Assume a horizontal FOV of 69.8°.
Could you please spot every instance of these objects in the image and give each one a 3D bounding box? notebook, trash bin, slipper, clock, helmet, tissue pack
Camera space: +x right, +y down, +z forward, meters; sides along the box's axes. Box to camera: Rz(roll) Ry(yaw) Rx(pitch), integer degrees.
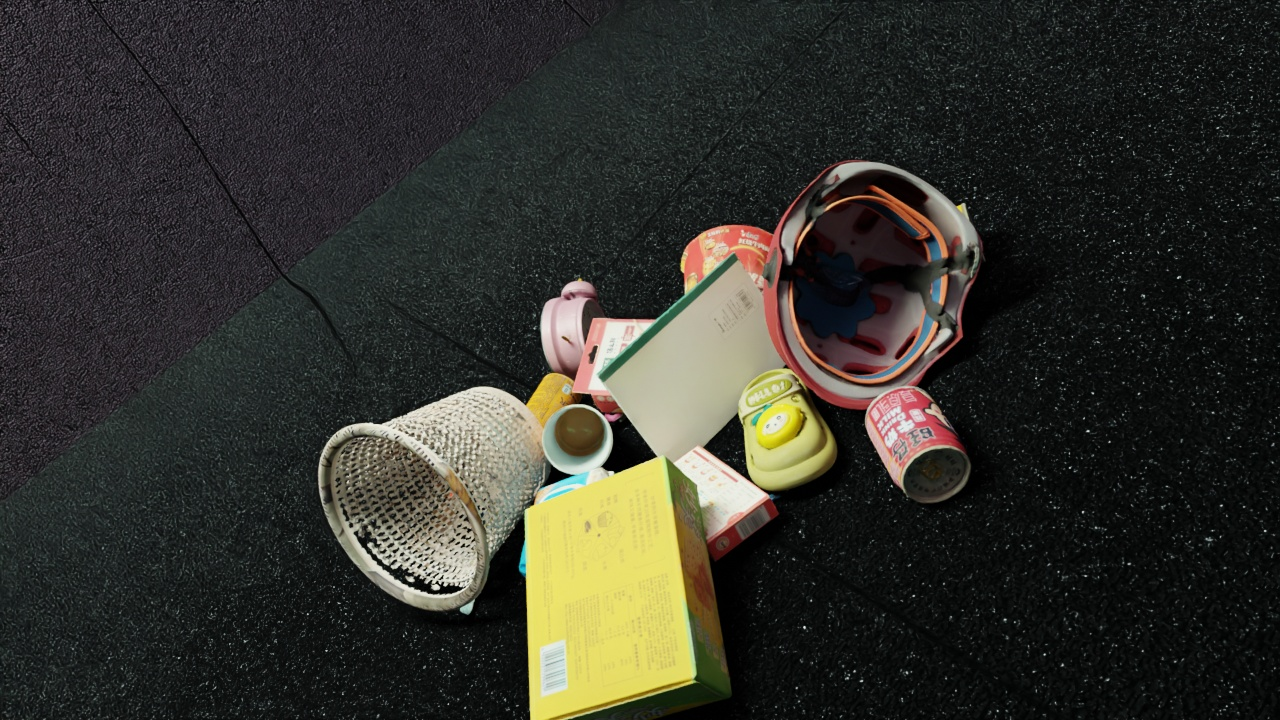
[{"bbox_3d":[0.068,0.003,1.006,0.208,0.150,0.012,-42,23,-15],"label":"notebook"},{"bbox_3d":[-0.211,0.133,1.033,0.228,0.227,0.191,-12,17,34],"label":"trash bin"},{"bbox_3d":[0.134,0.055,0.935,0.092,0.081,0.190,-29,26,13],"label":"slipper"},{"bbox_3d":[-0.083,-0.044,1.273,0.060,0.117,0.158,-11,38,18],"label":"clock"},{"bbox_3d":[0.215,-0.072,0.940,0.144,0.207,0.240,-169,100,-80],"label":"helmet"},{"bbox_3d":[-0.073,0.179,0.976,0.090,0.063,0.139,-21,31,22],"label":"tissue pack"}]

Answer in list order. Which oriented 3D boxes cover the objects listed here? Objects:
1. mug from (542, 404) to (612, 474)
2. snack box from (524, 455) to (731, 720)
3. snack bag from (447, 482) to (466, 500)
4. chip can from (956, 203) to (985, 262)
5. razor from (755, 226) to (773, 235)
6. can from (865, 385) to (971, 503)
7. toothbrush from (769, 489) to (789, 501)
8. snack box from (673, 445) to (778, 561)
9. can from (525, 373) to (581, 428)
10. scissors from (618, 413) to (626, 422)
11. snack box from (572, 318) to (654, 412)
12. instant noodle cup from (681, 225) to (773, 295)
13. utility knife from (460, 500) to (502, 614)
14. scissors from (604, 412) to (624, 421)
[{"bbox_3d":[-0.072,0.085,1.073,0.078,0.078,0.123,-34,4,0],"label":"mug"},{"bbox_3d":[-0.017,0.208,0.809,0.158,0.070,0.209,-24,49,19],"label":"snack box"},{"bbox_3d":[-0.232,0.145,1.228,0.048,0.026,0.104,-21,30,11],"label":"snack bag"},{"bbox_3d":[0.273,-0.107,1.043,0.214,0.072,0.071,-20,32,25],"label":"chip can"},{"bbox_3d":[0.151,-0.123,1.248,0.043,0.022,0.142,24,55,6],"label":"razor"},{"bbox_3d":[0.243,0.073,0.806,0.066,0.066,0.093,-28,29,11],"label":"can"},{"bbox_3d":[0.064,0.173,0.900,0.189,0.016,0.014,-30,23,3],"label":"toothbrush"},{"bbox_3d":[0.065,0.138,0.915,0.077,0.027,0.156,-35,23,-11],"label":"snack box"},{"bbox_3d":[-0.130,0.084,1.183,0.058,0.058,0.145,-9,38,38],"label":"can"},{"bbox_3d":[0.025,0.002,1.175,0.179,0.019,0.170,-32,38,2],"label":"scissors"},{"bbox_3d":[-0.007,0.007,1.125,0.127,0.044,0.113,2,57,20],"label":"snack box"},{"bbox_3d":[0.115,-0.078,1.106,0.138,0.138,0.108,-18,43,27],"label":"instant noodle cup"},{"bbox_3d":[-0.182,0.218,1.086,0.031,0.022,0.212,-26,34,22],"label":"utility knife"},{"bbox_3d":[-0.030,0.022,1.168,0.135,0.017,0.133,0,53,34],"label":"scissors"}]
